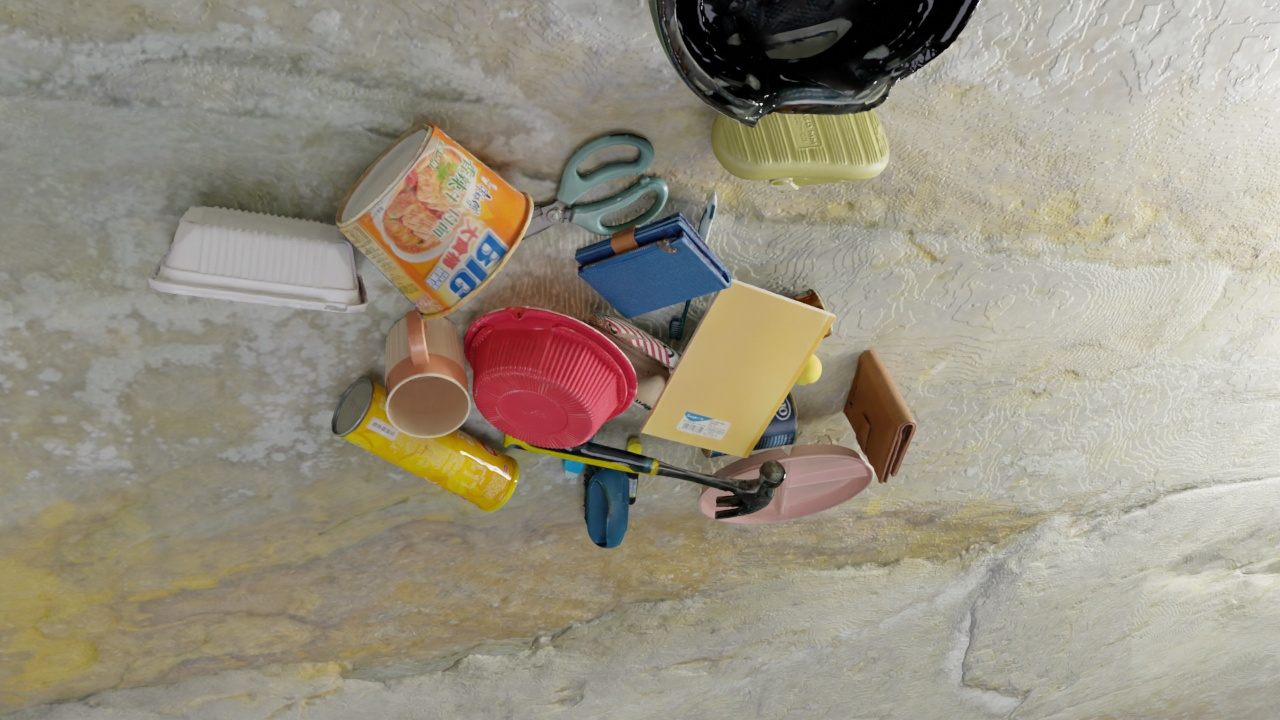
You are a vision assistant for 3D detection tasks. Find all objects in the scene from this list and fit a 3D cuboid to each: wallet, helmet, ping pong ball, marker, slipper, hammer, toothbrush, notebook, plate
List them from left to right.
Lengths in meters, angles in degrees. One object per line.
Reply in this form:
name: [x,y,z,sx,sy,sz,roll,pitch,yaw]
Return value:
marker: [-0.011,0.144,1.173,0.018,0.015,0.124,-6,134,-11]
hammer: [-0.002,0.125,1.082,0.323,0.031,0.126,13,145,-4]
wallet: [0.011,-0.093,0.933,0.133,0.040,0.106,-16,138,33]
toothbrush: [0.055,-0.097,0.984,0.018,0.016,0.192,6,129,-8]
notebook: [0.106,0.015,1.013,0.145,0.010,0.207,15,118,-24]
plate: [0.186,0.161,1.192,0.229,0.028,0.230,-7,152,-4]
slipper: [0.146,-0.206,0.883,0.190,0.091,0.082,-7,172,-23]
helmet: [0.122,-0.317,0.721,0.273,0.157,0.230,-22,131,-11]
ping pong ball: [0.196,0.010,1.099,0.040,0.040,0.040,-8,131,-10]
wallet: [0.288,0.068,1.116,0.031,0.131,0.108,-1,131,-11]

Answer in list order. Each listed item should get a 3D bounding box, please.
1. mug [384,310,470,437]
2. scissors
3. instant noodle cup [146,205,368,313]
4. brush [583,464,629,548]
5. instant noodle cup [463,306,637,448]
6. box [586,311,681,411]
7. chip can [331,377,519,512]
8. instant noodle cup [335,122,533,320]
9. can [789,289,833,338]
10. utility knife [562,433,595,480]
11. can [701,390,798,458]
mug: [-0.219,0.001,0.926,0.081,0.105,0.115,-10,131,-9]
scissors: [-0.050,-0.144,0.912,0.185,0.019,0.129,-35,131,16]
instant noodle cup: [-0.329,-0.093,0.807,0.173,0.138,0.060,5,106,-21]
brush: [-0.040,0.189,1.163,0.055,0.073,0.144,-10,131,-15]
instant noodle cup: [-0.102,0.031,0.960,0.194,0.065,0.194,10,143,8]
box: [-0.010,0.009,1.018,0.162,0.076,0.087,27,97,-36]
chip can: [-0.236,0.099,1.028,0.072,0.072,0.213,-40,129,18]
instant noodle cup: [-0.185,-0.127,0.807,0.151,0.151,0.111,-37,122,16]
can: [0.141,-0.028,1.039,0.147,0.057,0.058,-23,132,3]
utility knife: [-0.070,0.090,1.106,0.034,0.018,0.160,2,130,-19]
can: [0.126,0.074,1.110,0.111,0.075,0.075,-9,131,-9]
